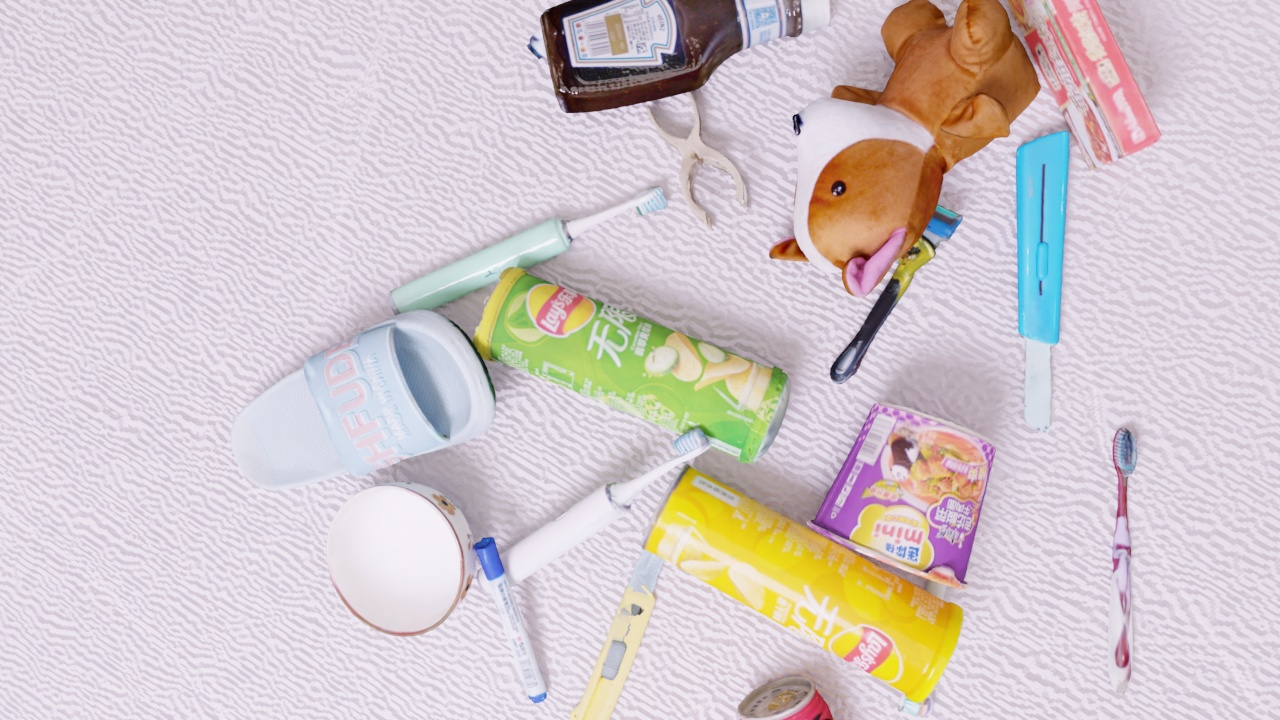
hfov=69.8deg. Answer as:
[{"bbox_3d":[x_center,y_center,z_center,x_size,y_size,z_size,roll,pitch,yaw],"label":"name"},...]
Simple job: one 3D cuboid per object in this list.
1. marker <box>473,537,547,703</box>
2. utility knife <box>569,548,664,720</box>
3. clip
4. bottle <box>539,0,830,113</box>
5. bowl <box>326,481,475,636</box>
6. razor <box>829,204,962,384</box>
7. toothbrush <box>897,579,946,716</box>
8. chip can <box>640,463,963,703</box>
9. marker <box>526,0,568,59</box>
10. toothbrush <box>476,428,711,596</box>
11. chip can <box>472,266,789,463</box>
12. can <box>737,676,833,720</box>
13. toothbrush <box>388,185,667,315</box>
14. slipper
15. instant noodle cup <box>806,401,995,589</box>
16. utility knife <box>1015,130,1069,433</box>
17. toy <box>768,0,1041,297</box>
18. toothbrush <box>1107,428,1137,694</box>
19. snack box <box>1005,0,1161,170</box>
[{"bbox_3d":[-0.096,0.197,0.689,0.017,0.016,0.146,-11,111,9],"label":"marker"},{"bbox_3d":[-0.018,0.219,0.704,0.031,0.020,0.195,21,93,1],"label":"utility knife"},{"bbox_3d":[0.031,-0.137,0.656,0.081,0.034,0.104,-42,83,9],"label":"clip"},{"bbox_3d":[0.032,-0.227,0.635,0.195,0.044,0.080,-12,82,3],"label":"bottle"},{"bbox_3d":[-0.172,0.143,0.692,0.113,0.062,0.113,2,96,15],"label":"bowl"},{"bbox_3d":[0.175,-0.045,0.646,0.043,0.022,0.143,38,106,38],"label":"razor"},{"bbox_3d":[0.214,0.163,0.657,0.029,0.020,0.189,9,95,-18],"label":"toothbrush"},{"bbox_3d":[0.109,0.151,0.635,0.213,0.072,0.072,27,98,12],"label":"chip can"},{"bbox_3d":[-0.033,-0.269,0.661,0.131,0.022,0.018,-43,94,8],"label":"marker"},{"bbox_3d":[-0.036,0.112,0.661,0.222,0.026,0.026,-36,91,25],"label":"toothbrush"},{"bbox_3d":[-0.004,0.004,0.652,0.221,0.072,0.072,22,97,7],"label":"chip can"},{"bbox_3d":[0.114,0.284,0.658,0.066,0.066,0.094,-22,90,10],"label":"can"},{"bbox_3d":[-0.086,-0.082,0.682,0.225,0.026,0.027,-22,122,10],"label":"toothbrush"},{"bbox_3d":[-0.217,0.037,0.672,0.246,0.074,0.104,-21,91,24],"label":"slipper"},{"bbox_3d":[0.182,0.087,0.617,0.111,0.111,0.099,22,88,7],"label":"instant noodle cup"},{"bbox_3d":[0.276,-0.052,0.632,0.034,0.018,0.207,-1,96,8],"label":"utility knife"},{"bbox_3d":[0.160,-0.139,0.590,0.130,0.140,0.200,28,99,-18],"label":"toy"},{"bbox_3d":[0.336,0.141,0.637,0.016,0.017,0.187,0,94,10],"label":"toothbrush"},{"bbox_3d":[0.278,-0.199,0.590,0.025,0.075,0.153,-26,90,11],"label":"snack box"}]
